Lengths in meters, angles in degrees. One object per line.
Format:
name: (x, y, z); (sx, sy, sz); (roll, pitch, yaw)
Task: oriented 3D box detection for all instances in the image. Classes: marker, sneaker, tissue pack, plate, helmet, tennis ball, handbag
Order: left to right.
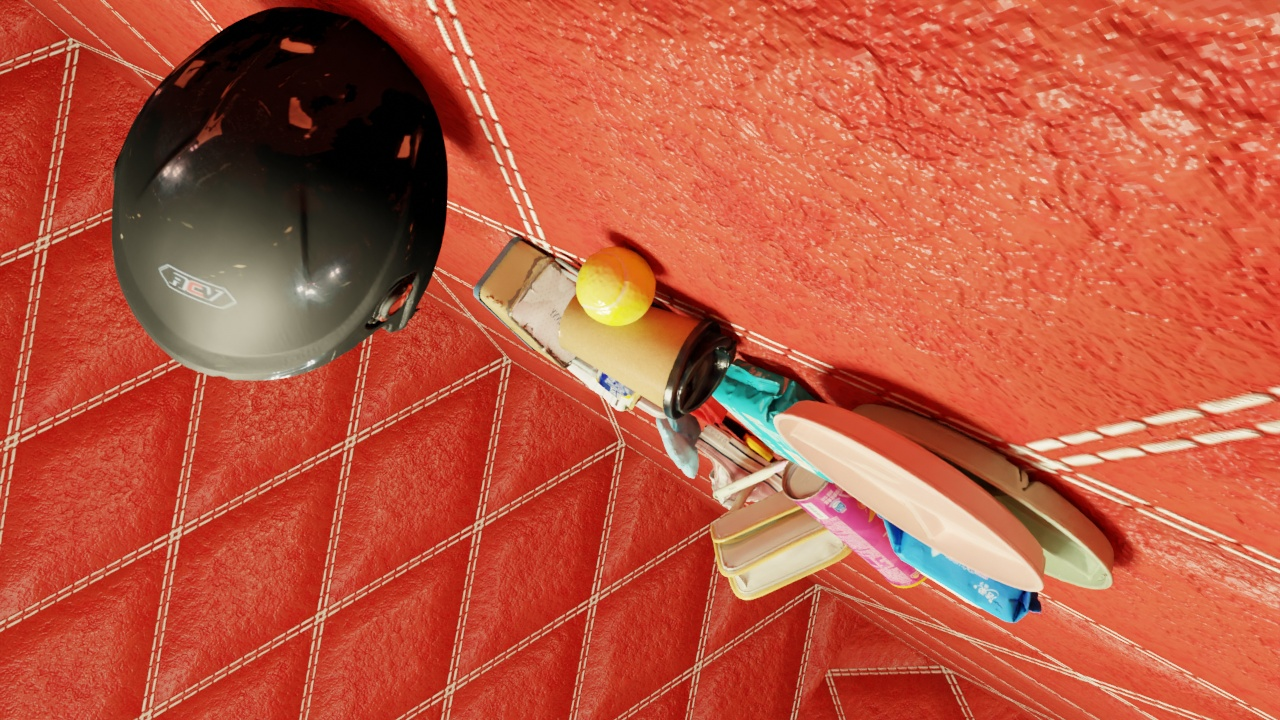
helmet: (-0.269, -0.126, 0.700); (0.233, 0.273, 0.231); (25, 146, -4)
tennis ball: (-0.020, -0.061, 0.755); (0.065, 0.065, 0.065); (34, 172, 5)
marker: (0.128, 0.092, 1.228); (0.124, 0.015, 0.018); (38, 176, -1)
sneaker: (0.141, 0.167, 1.295); (0.118, 0.088, 0.241); (35, 179, 42)
handbag: (0.164, 0.192, 1.144); (0.063, 0.163, 0.178); (58, -171, -32)
tissue pack: (0.131, 0.051, 0.841); (0.133, 0.050, 0.093); (40, 172, -32)
plate: (0.205, 0.099, 0.704); (0.229, 0.028, 0.229); (35, 173, 5)
tissue pack: (0.292, 0.180, 0.845); (0.157, 0.052, 0.094); (32, -168, 21)
plate: (0.255, 0.102, 0.711); (0.230, 0.027, 0.230); (34, 171, 6)

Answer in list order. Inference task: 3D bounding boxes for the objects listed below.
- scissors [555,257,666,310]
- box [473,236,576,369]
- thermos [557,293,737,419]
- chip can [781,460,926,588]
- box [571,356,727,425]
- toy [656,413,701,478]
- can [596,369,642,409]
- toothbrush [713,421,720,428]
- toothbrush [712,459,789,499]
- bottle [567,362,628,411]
scissors: (-0.018, -0.060, 0.923); (0.176, 0.019, 0.172); (36, 173, -3)
box: (-0.116, -0.064, 1.051); (0.063, 0.089, 0.184); (32, 169, 30)
thermos: (0.003, -0.011, 0.807); (0.143, 0.093, 0.093); (25, 169, 20)
chip can: (0.247, 0.176, 1.026); (0.210, 0.071, 0.071); (40, 171, -29)
box: (0.001, 0.018, 1.148); (0.201, 0.063, 0.160); (30, -170, 35)
toy: (0.054, 0.098, 1.297); (0.161, 0.050, 0.156); (46, -156, -53)
can: (-0.005, 0.005, 0.925); (0.049, 0.074, 0.148); (37, 172, 3)
toothbrush: (0.094, 0.079, 1.296); (0.018, 0.014, 0.189); (45, 179, 37)
toothbrush: (0.147, 0.146, 1.149); (0.029, 0.020, 0.190); (51, 142, -3)
bottle: (-0.083, -0.009, 1.322); (0.197, 0.068, 0.068); (37, 173, 11)
